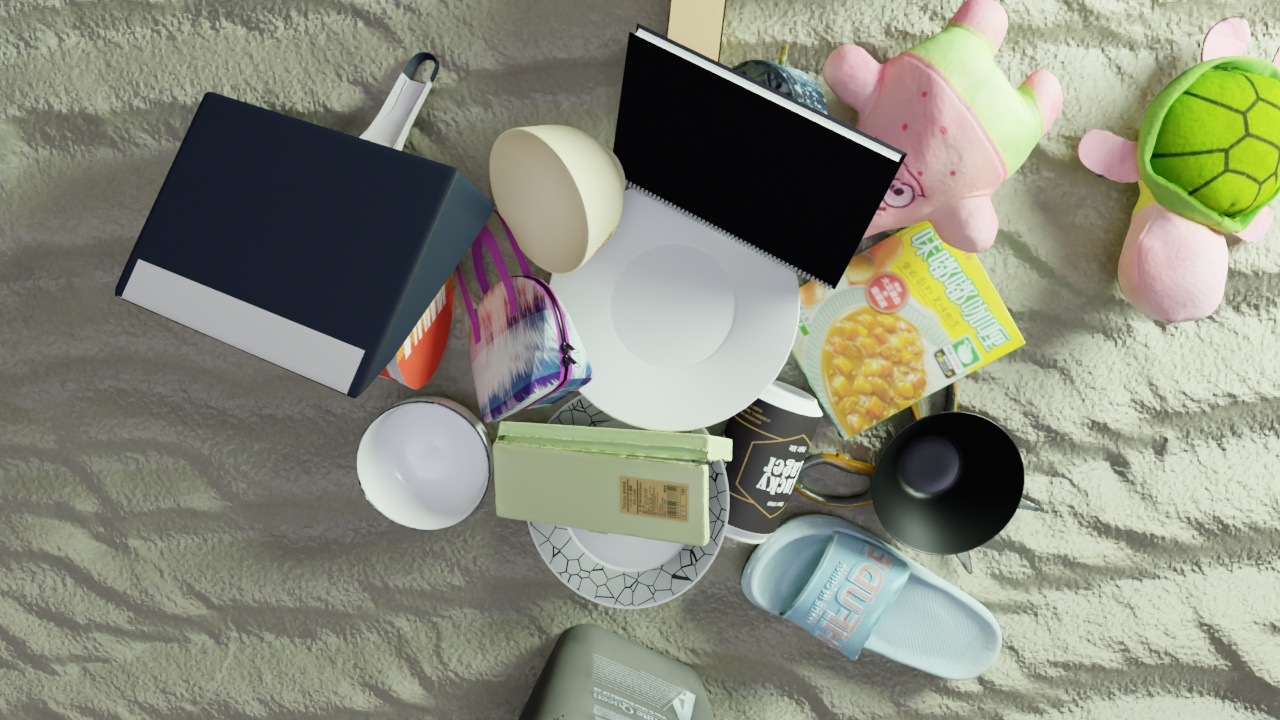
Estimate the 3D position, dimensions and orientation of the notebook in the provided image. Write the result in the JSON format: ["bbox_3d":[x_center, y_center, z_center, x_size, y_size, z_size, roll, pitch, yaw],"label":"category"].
[{"bbox_3d":[0.075,-0.144,0.683,0.207,0.149,0.016,29,60,9],"label":"notebook"}]

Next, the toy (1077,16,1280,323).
[{"bbox_3d":[0.439,-0.146,0.714,0.190,0.088,0.238,21,96,-16],"label":"toy"}]

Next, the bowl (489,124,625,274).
[{"bbox_3d":[-0.054,-0.137,0.728,0.073,0.118,0.118,-32,103,-33],"label":"bowl"}]

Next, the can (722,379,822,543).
[{"bbox_3d":[0.100,0.083,0.778,0.072,0.072,0.129,19,102,-3],"label":"can"}]

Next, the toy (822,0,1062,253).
[{"bbox_3d":[0.206,-0.161,0.715,0.237,0.096,0.192,-40,89,19],"label":"toy"}]

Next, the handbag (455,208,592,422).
[{"bbox_3d":[-0.110,-0.044,0.744,0.067,0.145,0.170,-16,82,-39],"label":"handbag"}]

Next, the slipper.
[{"bbox_3d":[0.209,0.216,0.804,0.245,0.074,0.104,25,101,-6],"label":"slipper"}]

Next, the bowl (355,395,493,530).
[{"bbox_3d":[-0.179,0.083,0.789,0.113,0.063,0.113,0,102,2],"label":"bowl"}]

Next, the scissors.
[{"bbox_3d":[0.247,0.085,0.803,0.225,0.016,0.225,11,102,-1],"label":"scissors"}]

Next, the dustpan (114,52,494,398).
[{"bbox_3d":[-0.231,-0.129,0.698,0.236,0.080,0.273,20,85,19],"label":"dustpan"}]

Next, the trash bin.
[{"bbox_3d":[-0.030,0.354,0.764,0.197,0.220,0.197,25,101,-4],"label":"trash bin"}]

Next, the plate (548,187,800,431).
[{"bbox_3d":[0.026,-0.045,0.760,0.209,0.015,0.208,-1,85,8],"label":"plate"}]

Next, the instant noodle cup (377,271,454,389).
[{"bbox_3d":[-0.230,-0.047,0.739,0.121,0.123,0.123,8,102,7],"label":"instant noodle cup"}]

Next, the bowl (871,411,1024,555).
[{"bbox_3d":[0.249,0.095,0.770,0.124,0.052,0.124,0,103,0],"label":"bowl"}]

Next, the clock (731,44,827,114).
[{"bbox_3d":[0.101,-0.172,0.710,0.090,0.052,0.129,-16,85,47],"label":"clock"}]

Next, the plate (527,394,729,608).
[{"bbox_3d":[-0.013,0.116,0.789,0.189,0.016,0.188,-1,88,22],"label":"plate"}]

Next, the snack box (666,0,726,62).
[{"bbox_3d":[0.043,-0.277,0.693,0.040,0.088,0.126,6,102,0],"label":"snack box"}]

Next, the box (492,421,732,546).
[{"bbox_3d":[-0.023,0.084,0.750,0.188,0.083,0.091,5,108,22],"label":"box"}]

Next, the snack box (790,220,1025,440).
[{"bbox_3d":[0.210,-0.030,0.764,0.168,0.027,0.132,-30,89,7],"label":"snack box"}]
